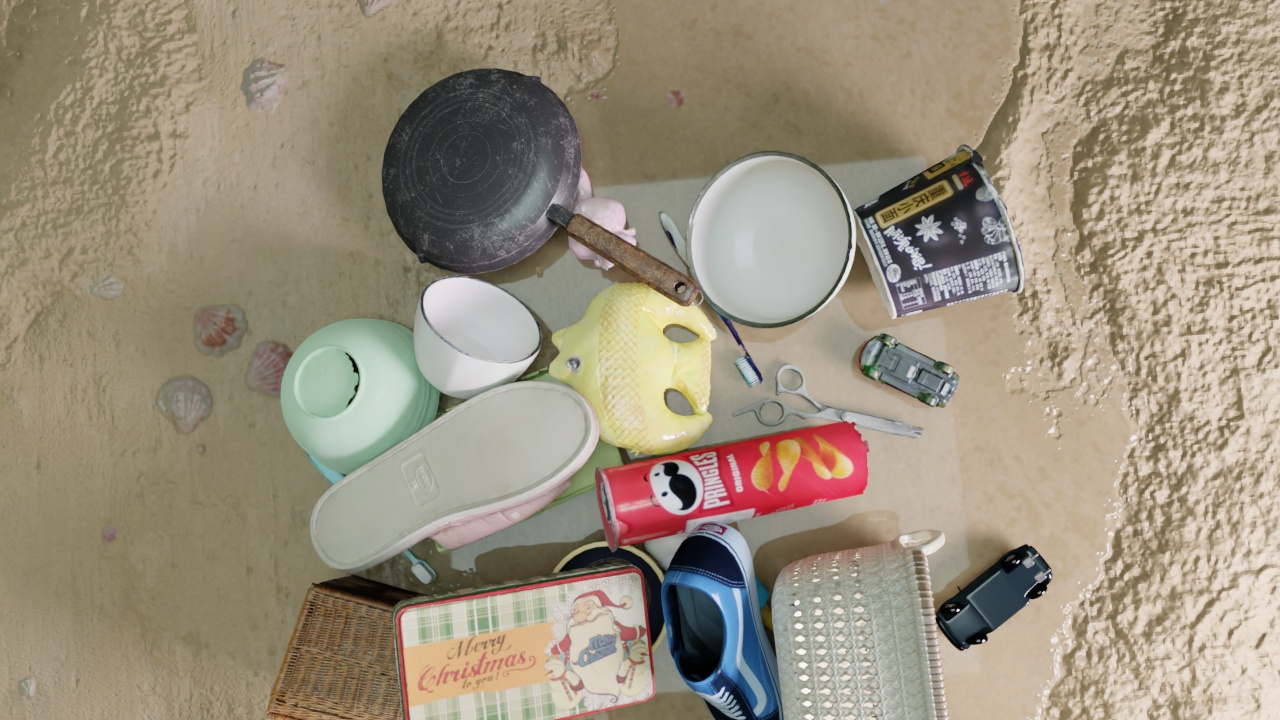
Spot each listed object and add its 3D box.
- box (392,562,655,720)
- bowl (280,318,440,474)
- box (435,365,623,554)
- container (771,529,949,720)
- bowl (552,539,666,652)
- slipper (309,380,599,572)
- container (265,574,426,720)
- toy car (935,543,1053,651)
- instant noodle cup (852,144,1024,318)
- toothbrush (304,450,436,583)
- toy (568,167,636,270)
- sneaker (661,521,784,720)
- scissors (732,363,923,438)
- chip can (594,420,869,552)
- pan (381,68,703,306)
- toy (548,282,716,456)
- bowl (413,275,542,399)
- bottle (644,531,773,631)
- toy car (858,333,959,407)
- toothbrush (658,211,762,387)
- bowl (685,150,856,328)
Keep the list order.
[{"bbox_3d":[-0.092,0.236,0.742,0.205,0.050,0.117,-4,84,-17],"label":"box"},{"bbox_3d":[-0.266,0.027,0.838,0.151,0.077,0.150,-3,77,11],"label":"bowl"},{"bbox_3d":[-0.117,0.086,0.853,0.187,0.044,0.141,-25,64,1],"label":"box"},{"bbox_3d":[0.193,0.270,0.758,0.143,0.184,0.246,-7,85,13],"label":"container"},{"bbox_3d":[-0.027,0.216,0.829,0.112,0.061,0.112,0,86,4],"label":"bowl"},{"bbox_3d":[-0.161,0.104,0.804,0.274,0.054,0.114,-25,68,5],"label":"slipper"},{"bbox_3d":[-0.209,0.270,0.812,0.198,0.114,0.112,15,82,3],"label":"container"},{"bbox_3d":[0.316,0.211,0.821,0.112,0.034,0.046,-38,85,0],"label":"toy car"},{"bbox_3d":[0.254,-0.103,0.802,0.112,0.137,0.137,-21,85,10],"label":"instant noodle cup"},{"bbox_3d":[-0.259,0.145,0.873,0.016,0.016,0.180,-45,84,1],"label":"toothbrush"},{"bbox_3d":[-0.049,-0.133,0.863,0.063,0.047,0.110,-39,77,-3],"label":"toy"},{"bbox_3d":[0.060,0.258,0.765,0.084,0.098,0.241,3,118,34],"label":"sneaker"},{"bbox_3d":[0.173,0.057,0.851,0.170,0.014,0.095,35,87,8],"label":"scissors"},{"bbox_3d":[0.081,0.106,0.799,0.233,0.073,0.073,-10,85,-10],"label":"chip can"},{"bbox_3d":[-0.094,-0.144,0.834,0.357,0.040,0.207,32,90,19],"label":"pan"},{"bbox_3d":[-0.005,0.005,0.829,0.154,0.065,0.170,9,68,-12],"label":"toy"},{"bbox_3d":[-0.154,-0.015,0.832,0.116,0.116,0.066,35,123,5],"label":"bowl"},{"bbox_3d":[0.071,0.197,0.829,0.146,0.051,0.051,39,89,5],"label":"bottle"},{"bbox_3d":[0.244,0.010,0.838,0.091,0.036,0.042,26,88,4],"label":"toy car"},{"bbox_3d":[0.063,-0.059,0.864,0.017,0.016,0.189,-29,85,-2],"label":"toothbrush"},{"bbox_3d":[0.123,-0.106,0.821,0.154,0.072,0.153,3,95,30],"label":"bowl"}]
